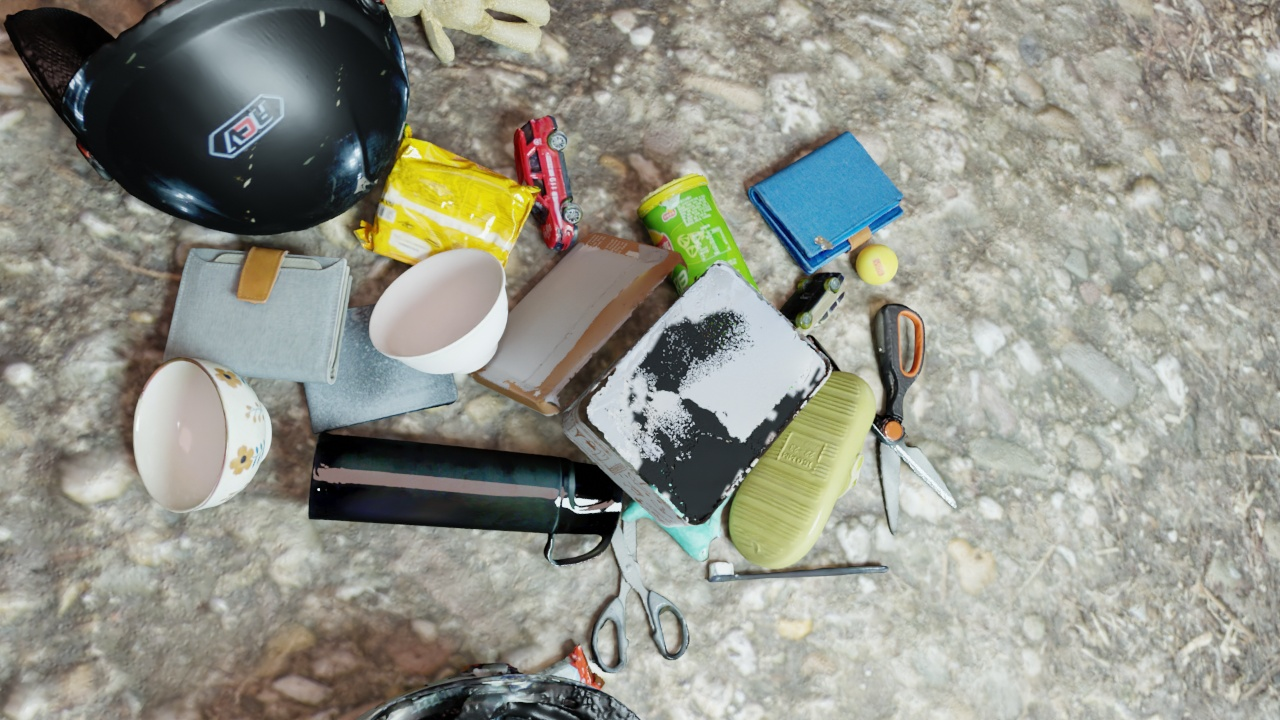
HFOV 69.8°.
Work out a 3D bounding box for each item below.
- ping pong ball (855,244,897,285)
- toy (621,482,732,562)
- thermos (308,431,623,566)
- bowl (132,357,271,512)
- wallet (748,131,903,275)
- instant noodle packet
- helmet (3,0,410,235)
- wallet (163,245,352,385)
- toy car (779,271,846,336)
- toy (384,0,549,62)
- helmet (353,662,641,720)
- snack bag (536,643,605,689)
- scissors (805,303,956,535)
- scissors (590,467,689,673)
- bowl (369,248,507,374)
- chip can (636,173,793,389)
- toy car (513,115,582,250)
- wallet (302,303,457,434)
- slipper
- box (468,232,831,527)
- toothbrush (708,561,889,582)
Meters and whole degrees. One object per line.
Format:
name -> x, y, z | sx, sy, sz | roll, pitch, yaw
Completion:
ping pong ball -> 0.234, -0.095, 0.907 | 0.040, 0.040, 0.040 | 3, 79, -16
toy -> 0.039, 0.133, 0.813 | 0.092, 0.030, 0.096 | 49, 64, -11
thermos -> -0.139, 0.115, 0.740 | 0.242, 0.068, 0.090 | 8, 83, -14
bowl -> -0.321, 0.055, 0.691 | 0.062, 0.114, 0.113 | 3, 75, -58
wallet -> 0.186, -0.157, 0.907 | 0.132, 0.040, 0.106 | -33, 82, -19
instant noodle packet -> -0.165, -0.125, 0.780 | 0.128, 0.044, 0.111 | 24, 98, -10
helmet -> -0.281, -0.201, 0.658 | 0.233, 0.274, 0.230 | -33, 117, 2
wallet -> -0.301, -0.039, 0.726 | 0.130, 0.037, 0.106 | 5, 79, 0
toy car -> 0.161, -0.049, 0.876 | 0.090, 0.042, 0.035 | -46, 116, -25
toy -> -0.159, -0.323, 0.828 | 0.157, 0.066, 0.105 | 10, 119, -19
helmet -> -0.126, 0.331, 0.658 | 0.273, 0.157, 0.230 | -13, 89, -22
snack bag -> -0.082, 0.273, 0.751 | 0.105, 0.026, 0.045 | -23, 95, -18
scissors -> 0.229, 0.049, 0.893 | 0.225, 0.022, 0.220 | 19, 80, -11
scissors -> -0.007, 0.187, 0.799 | 0.166, 0.014, 0.162 | 35, 69, -6
bowl -> -0.151, -0.027, 0.746 | 0.118, 0.118, 0.065 | -47, 138, -19
chip can -> 0.074, -0.057, 0.836 | 0.072, 0.073, 0.221 | -25, 87, -20
toy car -> -0.084, -0.157, 0.819 | 0.045, 0.053, 0.120 | -12, 81, -17
wallet -> -0.222, 0.002, 0.766 | 0.120, 0.019, 0.097 | -13, 86, -20
slipper -> 0.158, 0.103, 0.821 | 0.081, 0.092, 0.190 | 33, 84, -40
box -> -0.003, -0.002, 0.736 | 0.272, 0.130, 0.178 | 35, 70, 23
toothbrush -> 0.147, 0.192, 0.841 | 0.181, 0.016, 0.018 | 2, 70, -16
